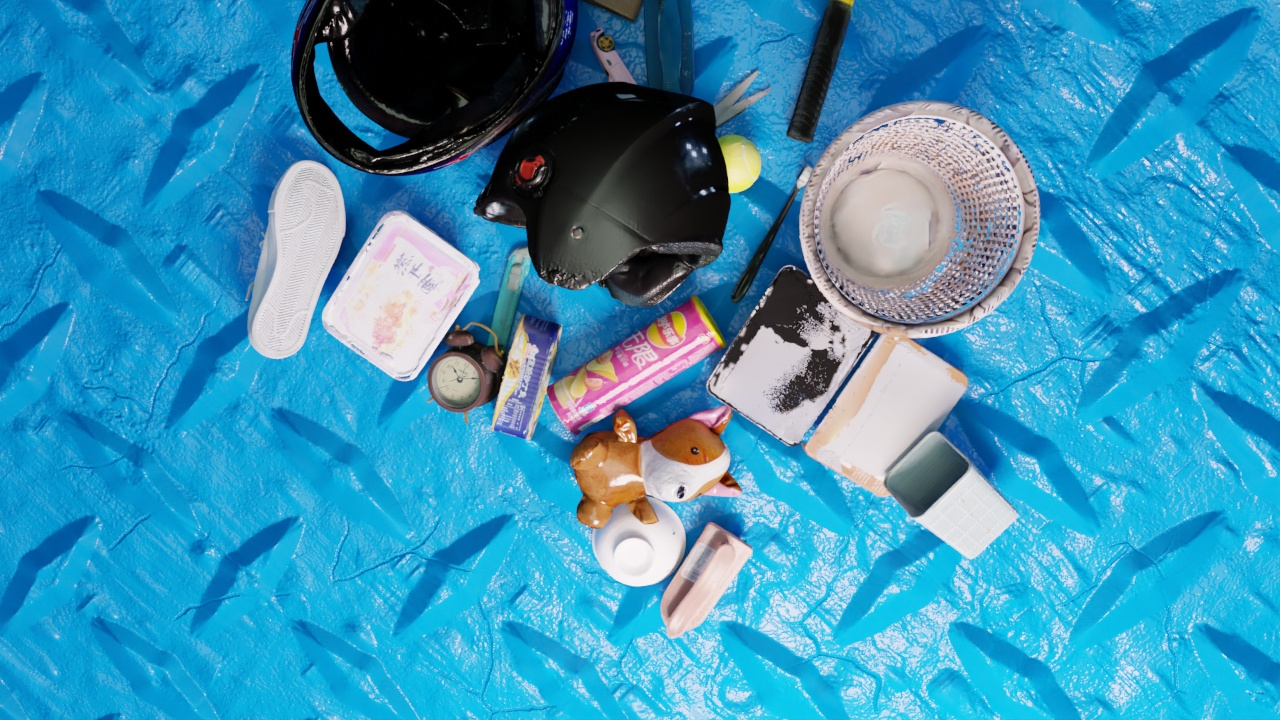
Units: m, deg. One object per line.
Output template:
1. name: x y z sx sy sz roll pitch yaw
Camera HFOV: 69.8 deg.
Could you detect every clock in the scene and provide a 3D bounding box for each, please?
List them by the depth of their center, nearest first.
1. clock: -0.208 0.010 1.106 0.082 0.055 0.122 29 107 6

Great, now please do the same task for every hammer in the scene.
1. hammer: 0.223 -0.394 1.021 0.129 0.032 0.301 17 100 4

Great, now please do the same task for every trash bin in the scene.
1. trash bin: 0.276 -0.146 0.971 0.227 0.192 0.227 1 98 5

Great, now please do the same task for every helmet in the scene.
1. helmet: -0.216 -0.337 0.961 0.315 0.240 0.247 -44 113 0
2. helmet: -0.035 -0.180 0.975 0.275 0.233 0.230 16 92 17

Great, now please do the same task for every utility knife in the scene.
1. utility knife: -0.160 -0.069 1.116 0.029 0.013 0.151 17 101 5

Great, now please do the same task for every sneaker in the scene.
1. sneaker: -0.418 -0.118 1.108 0.089 0.091 0.242 15 81 -26

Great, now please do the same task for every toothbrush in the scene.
1. toothbrush: 0.154 -0.147 1.074 0.015 0.018 0.181 28 101 -2

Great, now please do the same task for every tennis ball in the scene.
1. tennis ball: 0.104 -0.223 1.041 0.065 0.065 0.065 1 99 5

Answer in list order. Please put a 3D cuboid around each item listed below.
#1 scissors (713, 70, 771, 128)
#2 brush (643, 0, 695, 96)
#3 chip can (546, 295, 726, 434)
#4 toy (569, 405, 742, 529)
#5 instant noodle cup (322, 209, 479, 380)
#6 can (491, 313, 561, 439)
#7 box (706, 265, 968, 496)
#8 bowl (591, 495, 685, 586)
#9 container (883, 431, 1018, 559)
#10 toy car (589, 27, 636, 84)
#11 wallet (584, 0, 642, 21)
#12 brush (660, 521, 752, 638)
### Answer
1. scissors: 0.074 -0.263 1.067 0.168 0.014 0.156 3 98 3
2. brush: 0.032 -0.354 1.024 0.055 0.073 0.144 -3 98 1
3. chip can: -0.006 0.006 1.084 0.211 0.071 0.071 -31 95 9
4. toy: 0.018 0.125 1.078 0.199 0.130 0.140 -7 116 -3
5. instant noodle cup: -0.282 -0.079 1.103 0.138 0.060 0.173 36 99 -1
6. can: -0.136 0.021 1.098 0.049 0.074 0.148 16 100 -1
7. box: 0.231 0.028 1.059 0.260 0.105 0.179 34 99 5
8. bowl: -0.005 0.230 1.121 0.118 0.064 0.118 1 98 5
9. container: 0.358 0.158 1.052 0.111 0.090 0.090 39 100 -25
10. toy car: -0.024 -0.319 1.045 0.037 0.056 0.122 -32 94 2
11. wallet: -0.024 -0.455 1.037 0.090 0.033 0.115 24 104 0
12. brush: 0.073 0.270 1.116 0.063 0.073 0.146 32 102 -1
